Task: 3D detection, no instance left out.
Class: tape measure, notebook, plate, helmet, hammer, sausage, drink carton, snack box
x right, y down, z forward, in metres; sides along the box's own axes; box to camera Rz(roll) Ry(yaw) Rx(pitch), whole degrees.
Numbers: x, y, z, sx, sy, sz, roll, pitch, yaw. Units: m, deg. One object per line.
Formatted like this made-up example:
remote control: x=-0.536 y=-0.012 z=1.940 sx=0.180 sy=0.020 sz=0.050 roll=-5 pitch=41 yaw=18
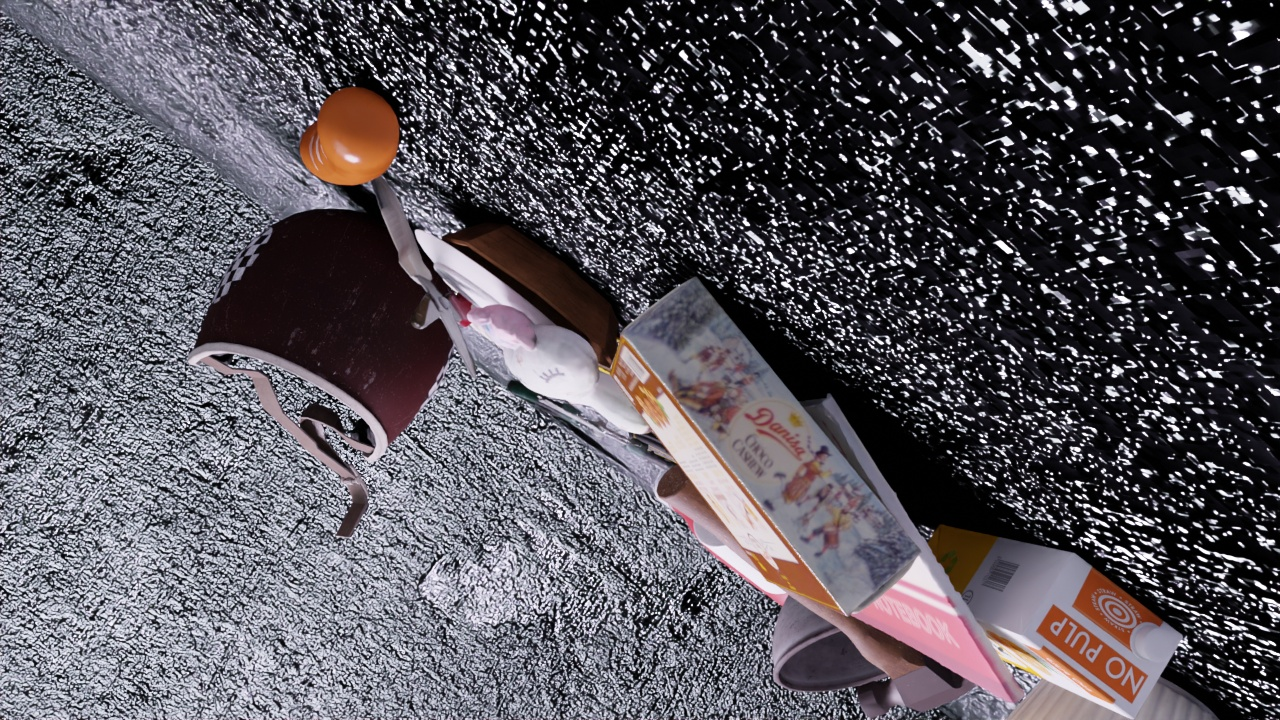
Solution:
tape measure: x=0.022 y=0.067 z=0.810 sx=0.062 sy=0.034 sz=0.061 roll=18 pitch=167 yaw=36
notebook: x=0.104 y=0.087 z=0.482 sx=0.153 sy=0.012 sz=0.209 roll=58 pitch=171 yaw=0
plate: x=-0.093 y=-0.037 z=0.590 sx=0.134 sy=0.011 sz=0.134 roll=35 pitch=172 yaw=6
helmet: x=-0.289 y=-0.011 z=0.867 sx=0.233 sy=0.252 sz=0.234 roll=34 pitch=149 yaw=-21
hammer: x=0.129 y=0.166 z=0.642 sx=0.323 sy=0.116 sz=0.033 roll=40 pitch=-151 yaw=-28
sausage: x=-0.160 y=-0.119 z=0.504 sx=0.044 sy=0.039 sz=0.164 roll=43 pitch=170 yaw=-23
drink carton: x=0.177 y=0.114 z=0.419 sx=0.058 sy=0.040 sz=0.122 roll=37 pitch=172 yaw=-4
snack box: x=0.046 y=0.042 z=0.430 sx=0.147 sy=0.041 sz=0.143 roll=52 pitch=171 yaw=4
plate: x=-0.062 y=-0.044 z=0.562 sx=0.131 sy=0.025 sz=0.131 roll=35 pitch=172 yaw=6

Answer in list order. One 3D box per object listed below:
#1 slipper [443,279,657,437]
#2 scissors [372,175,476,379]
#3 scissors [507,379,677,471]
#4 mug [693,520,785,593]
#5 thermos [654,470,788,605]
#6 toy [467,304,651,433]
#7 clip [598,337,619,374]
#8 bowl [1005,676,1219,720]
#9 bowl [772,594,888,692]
slipper: x=-0.055 y=0.008 z=0.749 sx=0.273 sy=0.054 sz=0.114 roll=33 pitch=176 yaw=14
scissors: x=-0.143 y=-0.060 z=0.629 sx=0.179 sy=0.015 sz=0.198 roll=55 pitch=-174 yaw=6
scissors: x=-0.032 y=0.059 z=0.762 sx=0.201 sy=0.015 sz=0.205 roll=34 pitch=171 yaw=-40
mug: x=0.115 y=0.146 z=0.781 sx=0.111 sy=0.073 sz=0.090 roll=-12 pitch=137 yaw=44
thermos: x=0.101 y=0.178 z=0.965 sx=0.240 sy=0.073 sz=0.073 roll=28 pitch=169 yaw=46
toy: x=-0.048 y=0.004 z=0.536 sx=0.122 sy=0.038 sz=0.079 roll=34 pitch=169 yaw=-27
clip: x=-0.004 y=0.002 z=0.612 sx=0.054 sy=0.048 sz=0.046 roll=26 pitch=125 yaw=47
bowl: x=0.250 y=0.203 z=0.474 sx=0.115 sy=0.062 sz=0.115 roll=32 pitch=154 yaw=17
bowl: x=0.173 y=0.216 z=0.768 sx=0.145 sy=0.145 sz=0.067 roll=45 pitch=-156 yaw=-47
